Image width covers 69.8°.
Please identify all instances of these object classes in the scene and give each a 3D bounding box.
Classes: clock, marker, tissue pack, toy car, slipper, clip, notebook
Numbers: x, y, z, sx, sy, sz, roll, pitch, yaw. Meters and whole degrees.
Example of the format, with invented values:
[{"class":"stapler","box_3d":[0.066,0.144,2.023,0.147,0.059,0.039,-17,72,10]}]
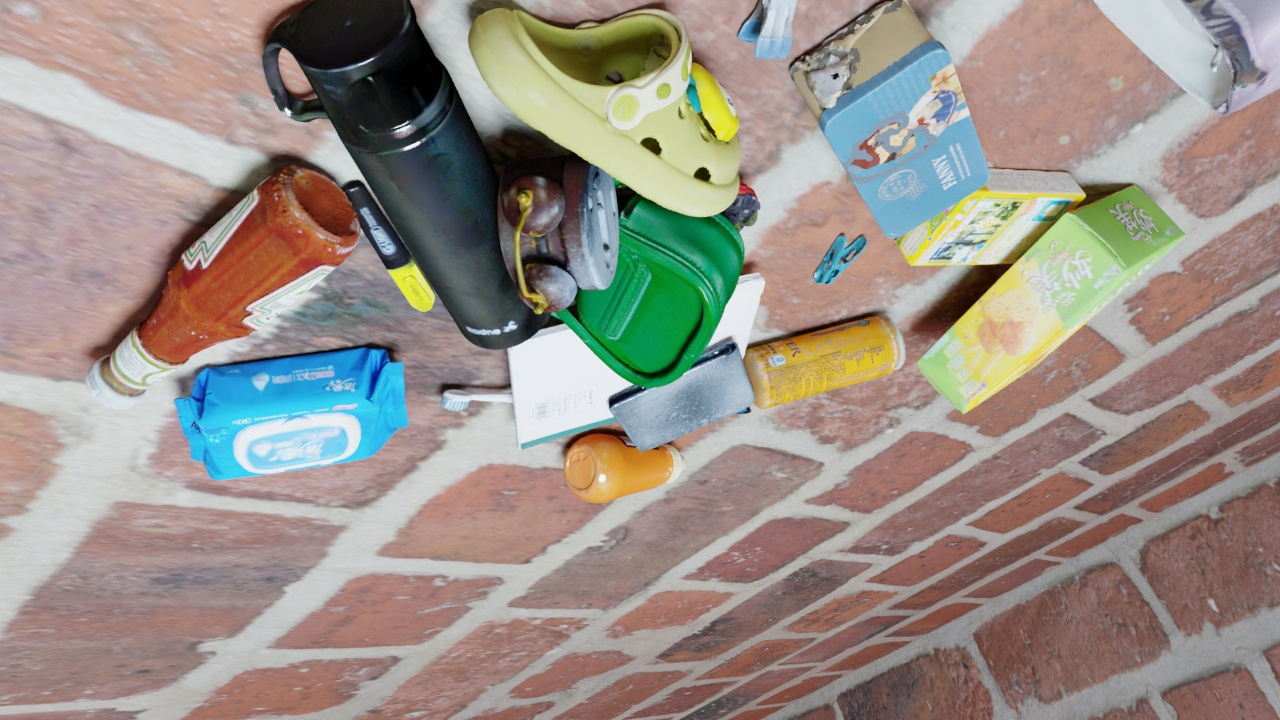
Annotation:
[{"class":"clock","box_3d":[-0.048,-0.075,0.524,0.055,0.121,0.082,0,118,12]},{"class":"marker","box_3d":[-0.158,-0.069,0.583,0.018,0.015,0.124,-25,148,-5]},{"class":"tissue pack","box_3d":[-0.245,0.040,0.663,0.157,0.052,0.095,-9,147,-21]},{"class":"toy car","box_3d":[0.040,-0.091,0.658,0.049,0.031,0.107,1,150,-29]},{"class":"slipper","box_3d":[-0.001,-0.144,0.496,0.190,0.091,0.082,17,130,-43]},{"class":"clip","box_3d":[0.164,-0.084,0.768,0.039,0.013,0.056,0,142,-31]},{"class":"notebook","box_3d":[-0.004,0.004,0.756,0.209,0.012,0.151,-16,146,-15]},{"class":"clip","box_3d":[0.078,-0.201,0.521,0.027,0.045,0.058,-4,136,-23]}]

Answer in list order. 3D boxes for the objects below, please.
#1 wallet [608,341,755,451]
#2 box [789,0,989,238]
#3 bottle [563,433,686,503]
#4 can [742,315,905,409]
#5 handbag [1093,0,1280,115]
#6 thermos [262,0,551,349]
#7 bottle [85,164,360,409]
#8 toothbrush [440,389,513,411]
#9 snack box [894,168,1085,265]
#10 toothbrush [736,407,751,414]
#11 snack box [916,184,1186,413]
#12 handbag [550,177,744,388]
[{"class":"wallet","box_3d":[0.038,0.034,0.802,0.121,0.019,0.097,-25,146,3]},{"class":"box","box_3d":[0.173,-0.153,0.619,0.090,0.059,0.184,-32,146,18]},{"class":"bottle","box_3d":[-0.007,0.106,0.917,0.149,0.066,0.067,3,142,-48]},{"class":"can","box_3d":[0.170,0.001,0.861,0.146,0.058,0.058,-15,149,-13]},{"class":"handbag","box_3d":[0.393,-0.244,0.532,0.197,0.144,0.098,-27,147,10]},{"class":"thermos","box_3d":[-0.123,-0.097,0.524,0.090,0.068,0.243,3,151,14]},{"class":"bottle","box_3d":[-0.251,-0.034,0.536,0.206,0.059,0.059,-33,148,21]},{"class":"toothbrush","box_3d":[-0.067,0.033,0.790,0.220,0.026,0.026,2,121,-35]},{"class":"snack box","box_3d":[0.295,-0.120,0.776,0.140,0.033,0.087,-6,146,-28]},{"class":"toothbrush","box_3d":[0.043,0.049,0.898,0.189,0.016,0.014,5,148,-40]},{"class":"snack box","box_3d":[0.377,-0.055,0.851,0.157,0.070,0.211,-22,156,-40]},{"class":"handbag","box_3d":[0.000,-0.051,0.629,0.120,0.067,0.132,29,141,1]}]
